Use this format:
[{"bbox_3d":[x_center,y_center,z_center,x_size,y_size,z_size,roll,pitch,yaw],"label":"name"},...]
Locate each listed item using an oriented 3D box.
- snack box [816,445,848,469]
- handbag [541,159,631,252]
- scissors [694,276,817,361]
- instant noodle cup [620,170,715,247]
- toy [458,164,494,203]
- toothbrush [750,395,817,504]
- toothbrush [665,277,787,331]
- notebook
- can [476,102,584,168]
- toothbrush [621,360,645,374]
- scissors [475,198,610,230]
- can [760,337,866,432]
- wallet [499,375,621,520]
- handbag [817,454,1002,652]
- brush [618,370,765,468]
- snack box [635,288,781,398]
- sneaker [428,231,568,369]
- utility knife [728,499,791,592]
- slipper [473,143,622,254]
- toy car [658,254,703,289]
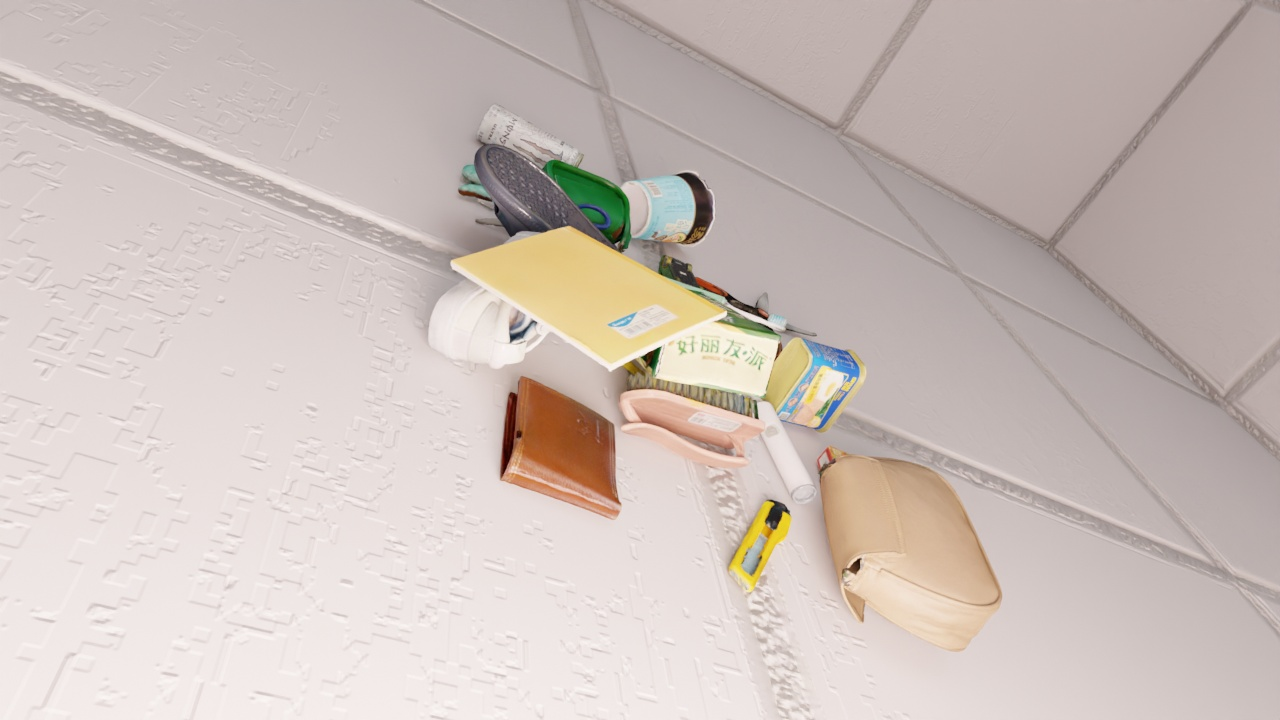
[{"bbox_3d":[0.269,0.152,0.998,0.155,0.027,0.077,24,28,-16],"label":"snack box"},{"bbox_3d":[-0.080,-0.193,1.188,0.131,0.068,0.120,18,37,-29],"label":"handbag"},{"bbox_3d":[0.157,-0.062,1.260,0.234,0.022,0.220,22,27,-18],"label":"scissors"},{"bbox_3d":[0.027,-0.214,1.307,0.120,0.111,0.111,-11,48,-43],"label":"instant noodle cup"},{"bbox_3d":[-0.192,-0.219,1.143,0.096,0.030,0.092,-4,40,-42],"label":"toy"},{"bbox_3d":[0.141,0.071,1.000,0.220,0.027,0.026,-110,178,-52],"label":"toothbrush"},{"bbox_3d":[0.069,-0.075,1.115,0.224,0.027,0.026,20,-10,9],"label":"toothbrush"},{"bbox_3d":[-0.047,-0.063,0.806,0.206,0.010,0.145,31,39,33],"label":"notebook"},{"bbox_3d":[-0.156,-0.304,1.298,0.146,0.058,0.058,29,26,-7],"label":"can"},{"bbox_3d":[-0.006,0.006,0.964,0.190,0.017,0.015,38,26,12],"label":"toothbrush"},{"bbox_3d":[-0.113,-0.152,1.104,0.170,0.012,0.140,-23,91,-23],"label":"scissors"},{"bbox_3d":[0.193,0.027,1.050,0.083,0.102,0.057,14,32,-30],"label":"can"},{"bbox_3d":[-0.064,0.073,0.765,0.101,0.032,0.124,26,27,-19],"label":"wallet"},{"bbox_3d":[0.240,0.175,0.853,0.147,0.100,0.204,20,27,-7],"label":"handbag"},{"bbox_3d":[0.045,0.057,0.884,0.145,0.063,0.073,18,59,-25],"label":"brush"},{"bbox_3d":[0.040,-0.031,0.925,0.114,0.063,0.240,11,11,-16],"label":"snack box"},{"bbox_3d":[-0.103,-0.059,0.878,0.091,0.090,0.241,19,28,10],"label":"sneaker"},{"bbox_3d":[0.110,0.161,0.818,0.033,0.015,0.153,33,26,9],"label":"utility knife"},{"bbox_3d":[-0.099,-0.127,1.043,0.268,0.083,0.110,41,27,-25],"label":"slipper"},{"bbox_3d":[0.050,-0.105,1.199,0.043,0.036,0.091,19,27,-27],"label":"toy car"}]
